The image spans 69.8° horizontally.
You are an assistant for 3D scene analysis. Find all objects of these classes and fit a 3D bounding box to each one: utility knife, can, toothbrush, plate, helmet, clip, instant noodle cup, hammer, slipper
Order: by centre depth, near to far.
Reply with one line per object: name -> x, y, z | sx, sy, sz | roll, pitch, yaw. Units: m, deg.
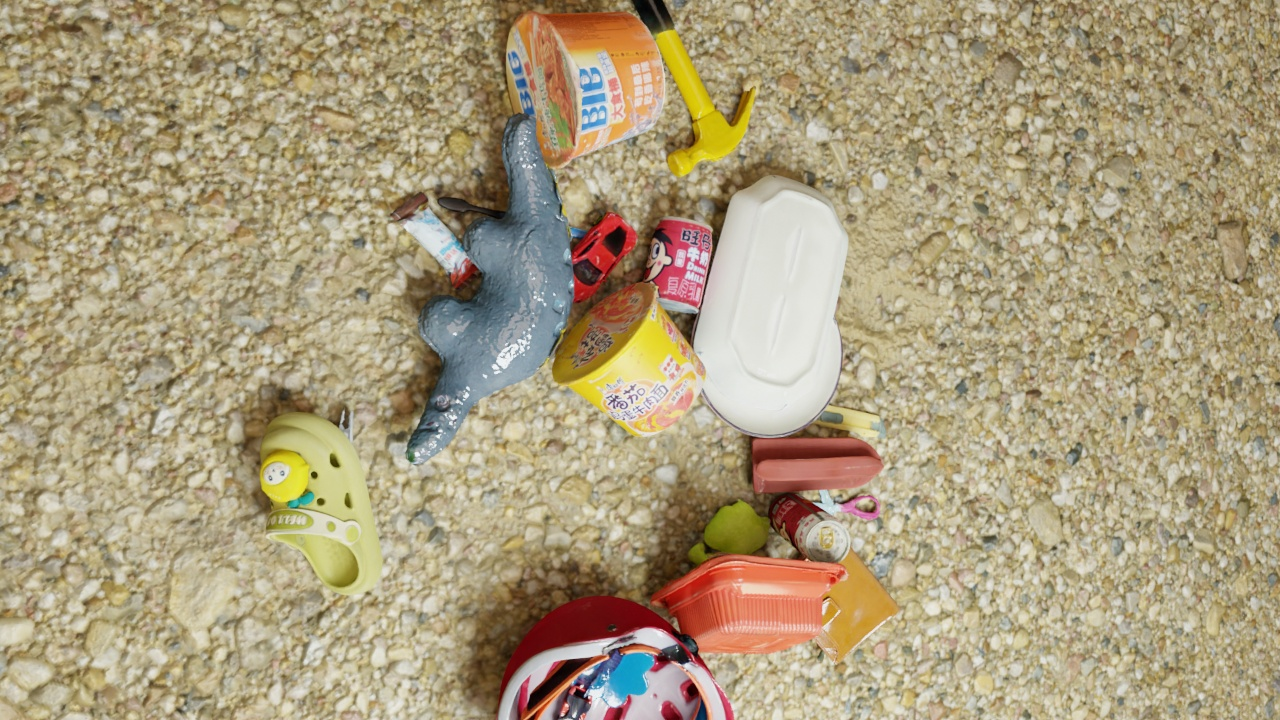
slipper -> -0.304, 0.143, 0.860 | 0.092, 0.081, 0.190 | -12, 103, 19
clip -> -0.292, 0.076, 0.904 | 0.043, 0.027, 0.058 | 8, 88, -13
instant noodle cup -> -0.053, -0.280, 0.923 | 0.111, 0.152, 0.151 | -21, 99, -27
helmet -> -0.029, 0.338, 0.942 | 0.240, 0.144, 0.207 | 31, 101, -19
instant noodle cup -> -0.006, 0.006, 0.955 | 0.110, 0.138, 0.138 | 45, 77, -24
toothbrush -> -0.121, -0.147, 0.969 | 0.189, 0.016, 0.014 | 10, 82, -23
instant noodle cup -> 0.115, 0.261, 0.971 | 0.164, 0.189, 0.079 | 8, 60, -20
can -> 0.040, -0.104, 0.999 | 0.066, 0.066, 0.093 | 13, 87, -20
hammer -> 0.026, -0.359, 1.004 | 0.128, 0.033, 0.301 | -33, 102, -17
plate -> 0.155, -0.078, 1.017 | 0.162, 0.034, 0.265 | 19, 81, -18
can -> 0.186, 0.186, 1.021 | 0.053, 0.133, 0.053 | -1, 94, -9
plate -> 0.140, -0.008, 1.048 | 0.192, 0.039, 0.192 | 1, 87, -20
utility knife -> 0.216, 0.068, 1.100 | 0.190, 0.020, 0.031 | 10, 82, -16

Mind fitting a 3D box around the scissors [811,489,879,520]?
scissors -> 0.236, 0.180, 1.108 | 0.130, 0.017, 0.133 | -20, 95, -15

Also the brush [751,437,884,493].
brush -> 0.200, 0.118, 1.041 | 0.146, 0.069, 0.063 | -2, 94, 2

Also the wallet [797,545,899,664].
wallet -> 0.226, 0.286, 1.093 | 0.119, 0.035, 0.130 | -41, 101, -7

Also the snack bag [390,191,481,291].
snack bag -> -0.203, -0.120, 0.931 | 0.048, 0.026, 0.104 | -46, 107, -28

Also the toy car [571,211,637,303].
toy car -> -0.049, -0.108, 0.981 | 0.049, 0.031, 0.106 | 43, 85, -22

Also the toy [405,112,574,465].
toy -> -0.136, -0.057, 0.915 | 0.137, 0.091, 0.356 | 21, 89, -39

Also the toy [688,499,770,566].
toy -> 0.102, 0.209, 1.050 | 0.096, 0.031, 0.100 | 7, 90, -18
